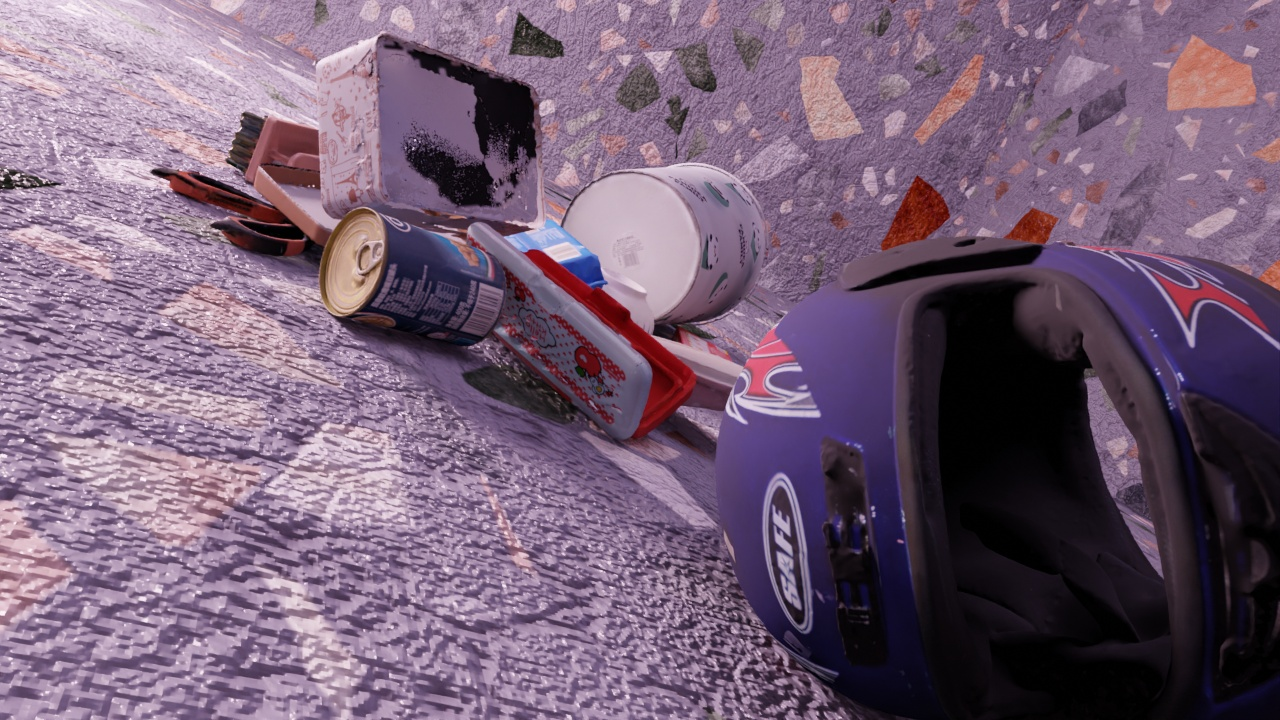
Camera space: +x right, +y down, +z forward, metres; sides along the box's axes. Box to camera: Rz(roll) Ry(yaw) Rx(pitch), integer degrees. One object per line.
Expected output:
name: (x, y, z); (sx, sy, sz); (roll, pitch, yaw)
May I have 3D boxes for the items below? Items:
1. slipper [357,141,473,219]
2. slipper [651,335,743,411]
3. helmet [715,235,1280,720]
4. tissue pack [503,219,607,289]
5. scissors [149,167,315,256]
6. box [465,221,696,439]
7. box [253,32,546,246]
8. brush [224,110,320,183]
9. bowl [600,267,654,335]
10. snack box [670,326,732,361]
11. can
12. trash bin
slipper: (-0.238, -0.214, 1.072); (0.105, 0.095, 0.252); (21, 1, 42)
slipper: (-0.005, 0.005, 0.808); (0.274, 0.054, 0.114); (18, 7, 4)
helmet: (0.159, 0.063, 0.456); (0.240, 0.247, 0.315); (-11, 5, 3)
tissue pack: (-0.107, -0.100, 0.966); (0.094, 0.052, 0.157); (-17, 34, -22)
scissors: (-0.284, -0.110, 0.744); (0.225, 0.015, 0.189); (21, 13, -31)
box: (-0.052, -0.034, 0.706); (0.201, 0.095, 0.102); (40, -27, 24)
box: (-0.204, -0.156, 0.775); (0.185, 0.154, 0.182); (-3, -3, 37)
brush: (-0.342, -0.202, 0.903); (0.073, 0.063, 0.145); (24, 9, -3)
bowl: (-0.033, -0.061, 1.012); (0.116, 0.066, 0.116); (27, 11, -6)
snack box: (0.077, -0.002, 1.125); (0.075, 0.025, 0.152); (26, 11, -7)
can: (-0.158, -0.056, 0.652); (0.111, 0.075, 0.075); (17, 16, -49)
trash bin: (0.026, -0.147, 1.183); (0.229, 0.230, 0.251); (31, 17, 14)
